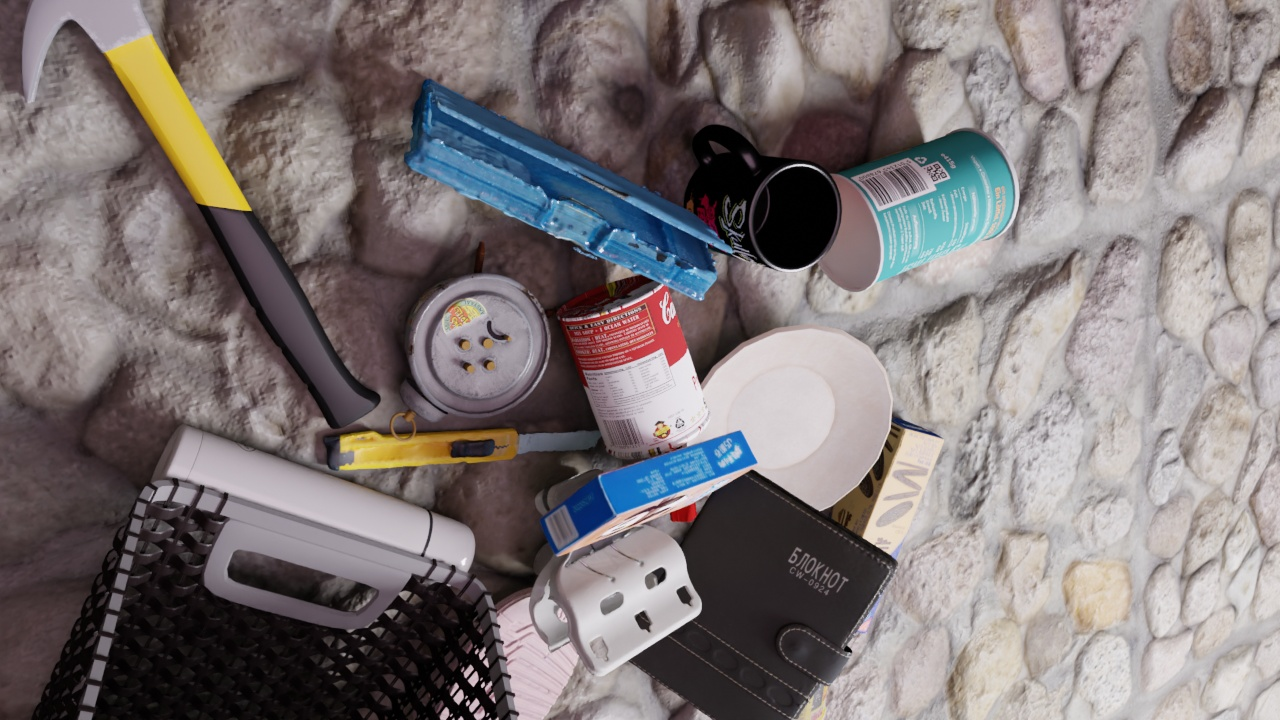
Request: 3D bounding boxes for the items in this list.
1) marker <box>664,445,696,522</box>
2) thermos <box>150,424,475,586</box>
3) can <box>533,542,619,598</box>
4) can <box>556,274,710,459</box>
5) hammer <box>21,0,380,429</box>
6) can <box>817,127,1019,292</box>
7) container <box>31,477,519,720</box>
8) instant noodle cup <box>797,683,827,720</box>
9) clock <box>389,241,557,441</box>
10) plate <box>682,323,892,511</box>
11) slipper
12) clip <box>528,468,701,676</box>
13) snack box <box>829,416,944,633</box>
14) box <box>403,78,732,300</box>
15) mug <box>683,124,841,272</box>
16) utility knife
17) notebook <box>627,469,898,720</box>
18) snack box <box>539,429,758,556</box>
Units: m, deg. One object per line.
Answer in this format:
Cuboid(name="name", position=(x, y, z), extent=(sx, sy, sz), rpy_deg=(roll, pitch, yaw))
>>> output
Cuboid(name="marker", position=(0.028, 0.069, 0.778), extent=(0.023, 0.021, 0.145), rpy_deg=(-10, 110, -6))
Cuboid(name="thermos", position=(-0.221, 0.108, 0.648), extent=(0.224, 0.052, 0.052), rpy_deg=(27, 92, -30))
Cuboid(name="can", position=(-0.050, 0.182, 0.766), extent=(0.080, 0.031, 0.031), rpy_deg=(39, 86, -30))
Cuboid(name="can", position=(-0.004, 0.004, 0.698), extent=(0.086, 0.087, 0.116), rpy_deg=(-25, 108, -18))
Cuboid(name="hammer", position=(-0.261, -0.092, 0.584), extent=(0.127, 0.029, 0.324), rpy_deg=(-30, 117, -15))
Cuboid(name="can", position=(0.226, -0.128, 0.771), extent=(0.143, 0.099, 0.099), rpy_deg=(-22, 113, -19))
Cuboid(name="container", position=(-0.242, 0.268, 0.554), extent=(0.247, 0.245, 0.244), rpy_deg=(27, 109, -30))
Cuboid(name="instant noodle cup", position=(0.132, 0.260, 0.833), extent=(0.100, 0.100, 0.112), rpy_deg=(0, 112, -26))
Cuboid(name="clock", position=(-0.128, -0.003, 0.659), extent=(0.104, 0.056, 0.147), rpy_deg=(43, 82, -29))
Cuboid(name="plate", position=(0.124, 0.053, 0.788), extent=(0.188, 0.027, 0.189), rpy_deg=(-5, 114, -12))
Cuboid(name="slipper", position=(-0.137, 0.287, 0.738), extent=(0.094, 0.064, 0.239), rpy_deg=(37, 74, -26))
Cuboid(name="clip", position=(-0.038, 0.166, 0.732), extent=(0.126, 0.152, 0.099), rpy_deg=(-18, 156, -45))
Cuboid(name="snack box", position=(0.218, 0.156, 0.876), extent=(0.056, 0.057, 0.207), rpy_deg=(16, 98, -28))
Cuboid(name="box", position=(-0.044, -0.123, 0.635), extent=(0.231, 0.093, 0.054), rpy_deg=(23, 125, -25))
Cuboid(name="mug", position=(0.083, -0.129, 0.700), extent=(0.081, 0.098, 0.118), rpy_deg=(-43, 119, -9))
Cuboid(name="utility knife", position=(-0.129, 0.064, 0.704), extent=(0.216, 0.019, 0.030), rpy_deg=(-2, 115, -29))
Cuboid(name="notebook", position=(0.096, 0.211, 0.775), extent=(0.169, 0.029, 0.209), rpy_deg=(32, 108, 12))
Cuboid(name="snack box", position=(0.008, 0.098, 0.691), extent=(0.151, 0.087, 0.034), rpy_deg=(-13, 71, -42))
